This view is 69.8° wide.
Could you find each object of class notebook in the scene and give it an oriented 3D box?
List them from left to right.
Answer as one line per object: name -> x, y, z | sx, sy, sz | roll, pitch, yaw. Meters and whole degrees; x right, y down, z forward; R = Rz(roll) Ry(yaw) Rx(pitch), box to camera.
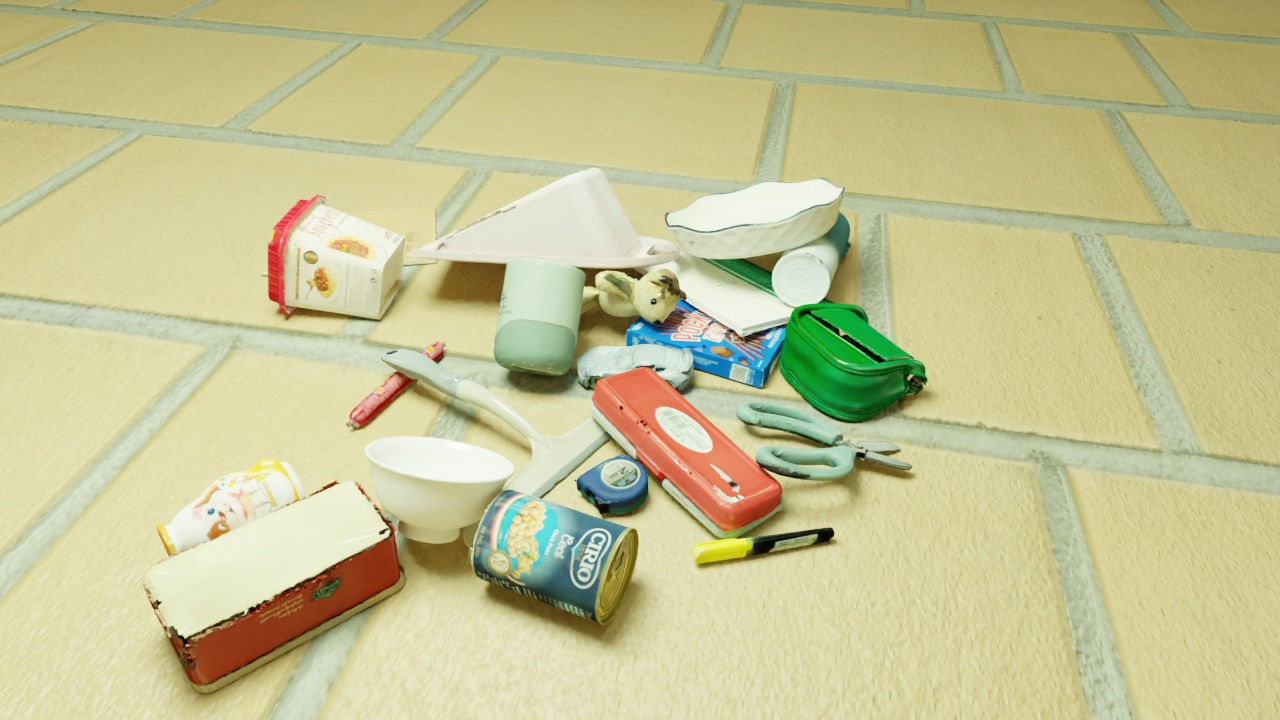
notebook -> -0.366, -0.155, 1.171 | 0.207, 0.008, 0.147 | -6, 36, -10
notebook -> 0.102, -0.088, 1.066 | 0.150, 0.012, 0.209 | -14, 34, -35

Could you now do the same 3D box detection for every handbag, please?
handbag -> 0.215, -0.002, 0.943 | 0.120, 0.068, 0.131 | -8, 35, -25

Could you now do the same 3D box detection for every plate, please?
plate -> 0.133, -0.164, 1.062 | 0.205, 0.045, 0.204 | -12, 20, 4

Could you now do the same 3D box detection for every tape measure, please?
tape measure -> -0.021, 0.111, 0.808 | 0.058, 0.025, 0.054 | -28, 47, -29

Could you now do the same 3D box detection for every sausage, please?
sausage -> -0.244, 0.021, 0.926 | 0.020, 0.020, 0.155 | 17, 39, 20

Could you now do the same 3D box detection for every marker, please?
marker -> 0.103, 0.152, 0.762 | 0.124, 0.018, 0.015 | -6, 42, -12

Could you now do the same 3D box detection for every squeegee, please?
squeegee -> -0.160, 0.036, 0.873 | 0.247, 0.039, 0.245 | 28, 44, 24

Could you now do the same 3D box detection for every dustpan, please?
dustpan -> -0.104, -0.130, 1.079 | 0.274, 0.139, 0.222 | -22, 12, 16

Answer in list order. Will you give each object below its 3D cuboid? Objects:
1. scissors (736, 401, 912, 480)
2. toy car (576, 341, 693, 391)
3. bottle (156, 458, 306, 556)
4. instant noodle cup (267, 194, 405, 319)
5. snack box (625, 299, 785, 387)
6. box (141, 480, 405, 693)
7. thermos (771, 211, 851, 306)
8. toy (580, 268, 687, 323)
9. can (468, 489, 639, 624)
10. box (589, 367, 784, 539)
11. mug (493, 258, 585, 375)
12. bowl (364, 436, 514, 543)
scissors -> 0.162, 0.081, 0.832 | 0.174, 0.019, 0.177 | 18, 20, 15
toy car -> -0.006, 0.005, 0.944 | 0.121, 0.037, 0.054 | 1, 36, 4
bottle -> -0.330, 0.125, 0.744 | 0.108, 0.063, 0.063 | -25, 44, -31
instant noodle cup -> -0.338, -0.109, 1.031 | 0.124, 0.117, 0.116 | 14, 36, -2
snack box -> 0.072, -0.024, 0.993 | 0.157, 0.026, 0.084 | 17, 39, 19
box -> -0.272, 0.157, 0.688 | 0.168, 0.079, 0.091 | -25, 45, -32
thermos -> 0.208, -0.128, 1.085 | 0.070, 0.070, 0.219 | 13, 27, 15
toy -> -0.031, -0.065, 0.992 | 0.157, 0.105, 0.066 | -8, 76, 23
can -> -0.066, 0.150, 0.710 | 0.111, 0.075, 0.075 | 15, 38, 18
box -> 0.040, 0.081, 0.835 | 0.086, 0.049, 0.201 | -17, 44, -37
mug -> -0.108, -0.041, 0.944 | 0.082, 0.106, 0.112 | 9, -7, -18
bowl -> -0.165, 0.108, 0.737 | 0.118, 0.065, 0.118 | 10, 7, -1
